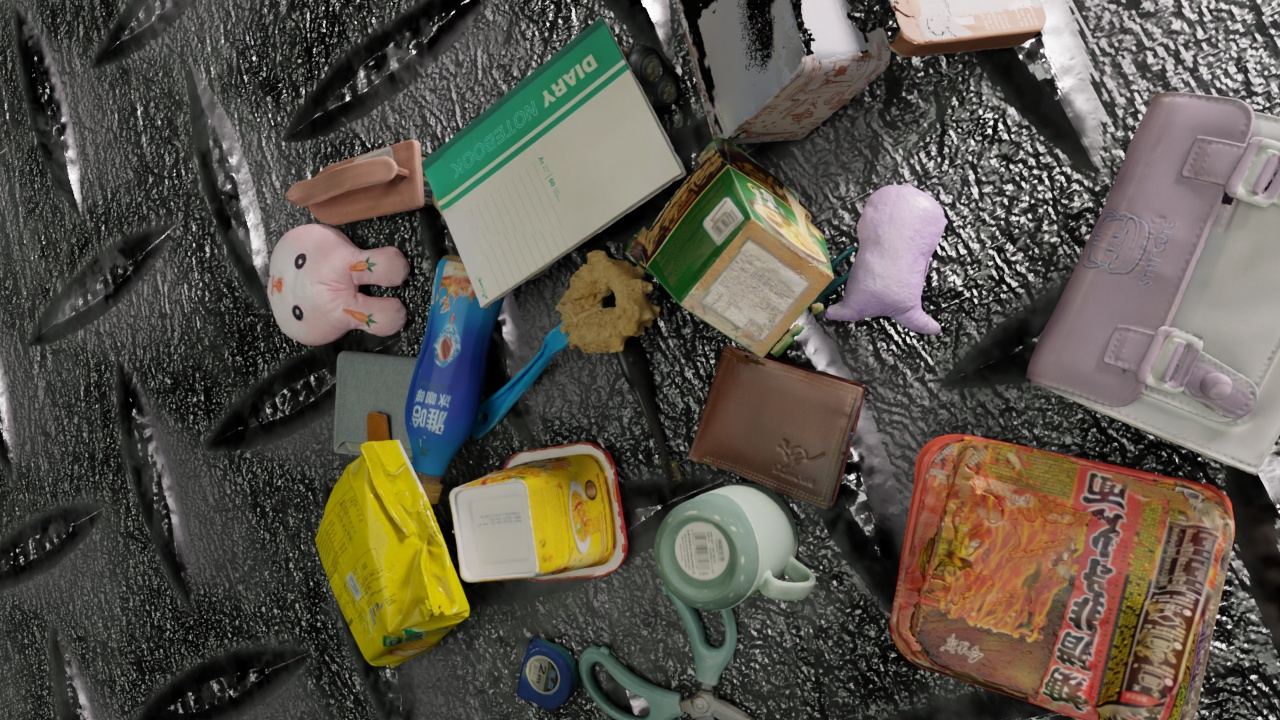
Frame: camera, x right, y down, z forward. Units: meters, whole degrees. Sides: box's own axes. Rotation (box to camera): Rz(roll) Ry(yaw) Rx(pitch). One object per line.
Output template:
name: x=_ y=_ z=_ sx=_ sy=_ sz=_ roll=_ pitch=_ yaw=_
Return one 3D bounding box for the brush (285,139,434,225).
brush: x=-0.268 y=-0.166 z=0.876 sx=0.146 sy=0.073 sz=0.063 roll=-6 pitch=88 yaw=28

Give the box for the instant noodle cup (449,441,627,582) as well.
instant noodle cup: x=-0.086 y=0.131 z=0.758 sx=0.116 sy=0.123 sz=0.116 roll=-11 pitch=85 yaw=26

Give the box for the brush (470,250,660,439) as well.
brush: x=-0.078 y=-0.004 z=0.788 sx=0.255 sy=0.045 sz=0.083 roll=-40 pitch=75 yaw=35

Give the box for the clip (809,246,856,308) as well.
clip: x=0.146 y=-0.064 z=0.704 sx=0.057 sy=0.014 sz=0.045 roll=-37 pitch=76 yaw=19

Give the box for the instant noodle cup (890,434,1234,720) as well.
instant noodle cup: x=0.270 y=0.141 z=0.607 sx=0.189 sy=0.079 sz=0.164 roll=12 pitch=95 yaw=25

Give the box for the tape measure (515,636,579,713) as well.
tape measure: x=-0.080 y=0.278 z=0.810 sx=0.054 sy=0.025 sz=0.058 roll=17 pitch=101 yaw=23

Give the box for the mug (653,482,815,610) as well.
mug: x=0.075 y=0.146 z=0.688 sx=0.112 sy=0.106 sz=0.082 roll=30 pitch=102 yaw=23

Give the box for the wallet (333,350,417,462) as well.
wallet: x=-0.243 y=0.047 z=0.884 sx=0.130 sy=0.037 sz=0.106 roll=5 pitch=91 yaw=26

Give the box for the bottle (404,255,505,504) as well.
bottle: x=-0.170 y=0.018 z=0.817 sx=0.065 sy=0.065 sz=0.218 roll=10 pitch=87 yaw=26

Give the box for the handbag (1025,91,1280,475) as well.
handbag: x=0.346 y=-0.049 z=0.564 sx=0.145 sy=0.098 sz=0.197 roll=26 pitch=101 yaw=30

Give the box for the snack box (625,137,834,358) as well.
snack box: x=0.071 y=-0.073 z=0.663 sx=0.117 sy=0.105 sz=0.118 roll=31 pitch=110 yaw=-22

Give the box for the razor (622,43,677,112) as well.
razor: x=-0.051 y=-0.219 z=0.781 sx=0.168 sy=0.062 sz=0.067 roll=-6 pitch=57 yaw=31

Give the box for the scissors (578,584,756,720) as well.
scissors: x=0.017 y=0.258 z=0.767 sx=0.182 sy=0.019 sz=0.170 roll=-17 pitch=84 yaw=24

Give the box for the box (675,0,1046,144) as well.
box: x=0.143 y=-0.272 z=0.672 sx=0.158 sy=0.197 sz=0.181 roll=-34 pitch=72 yaw=65

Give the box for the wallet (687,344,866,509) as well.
wallet: x=0.105 y=0.051 z=0.716 sx=0.125 sy=0.032 sz=0.101 roll=19 pitch=101 yaw=26

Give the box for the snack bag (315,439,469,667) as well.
snack bag: x=-0.223 y=0.179 z=0.797 sx=0.158 sy=0.068 sz=0.247 roll=62 pitch=149 yaw=13

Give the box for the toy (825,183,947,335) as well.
toy: x=0.188 y=-0.075 z=0.670 sx=0.084 sy=0.039 sz=0.108 roll=12 pitch=92 yaw=5

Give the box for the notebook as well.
notebook: x=-0.080 y=-0.158 z=0.752 sx=0.210 sy=0.012 sz=0.150 roll=-31 pitch=76 yaw=23

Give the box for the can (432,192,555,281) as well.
can: x=-0.127 y=-0.124 z=0.814 sx=0.116 sy=0.058 sz=0.059 roll=39 pitch=106 yaw=21

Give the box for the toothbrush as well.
toothbrush: x=-0.005 y=0.005 z=0.771 sx=0.027 sy=0.026 sz=0.212 roll=-38 pitch=69 yaw=63

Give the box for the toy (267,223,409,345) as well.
toy: x=-0.301 y=-0.074 z=0.907 sx=0.160 sy=0.054 sz=0.121 roll=3 pitch=93 yaw=18
